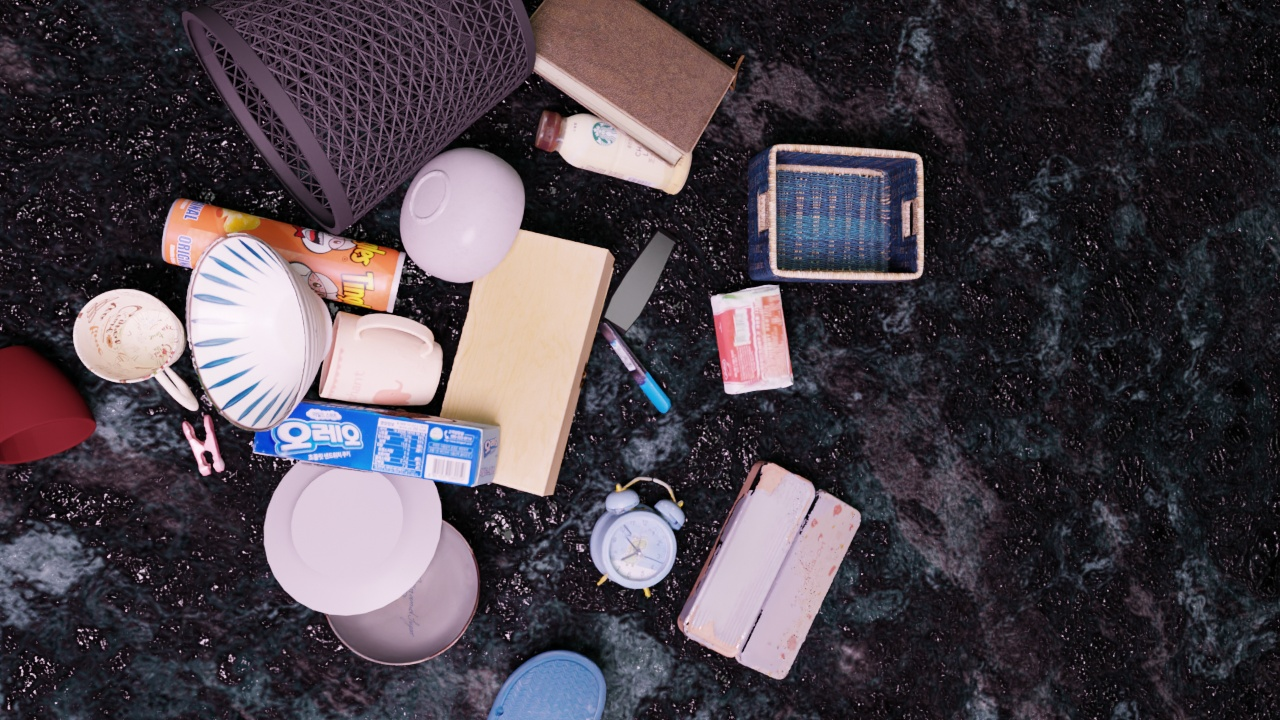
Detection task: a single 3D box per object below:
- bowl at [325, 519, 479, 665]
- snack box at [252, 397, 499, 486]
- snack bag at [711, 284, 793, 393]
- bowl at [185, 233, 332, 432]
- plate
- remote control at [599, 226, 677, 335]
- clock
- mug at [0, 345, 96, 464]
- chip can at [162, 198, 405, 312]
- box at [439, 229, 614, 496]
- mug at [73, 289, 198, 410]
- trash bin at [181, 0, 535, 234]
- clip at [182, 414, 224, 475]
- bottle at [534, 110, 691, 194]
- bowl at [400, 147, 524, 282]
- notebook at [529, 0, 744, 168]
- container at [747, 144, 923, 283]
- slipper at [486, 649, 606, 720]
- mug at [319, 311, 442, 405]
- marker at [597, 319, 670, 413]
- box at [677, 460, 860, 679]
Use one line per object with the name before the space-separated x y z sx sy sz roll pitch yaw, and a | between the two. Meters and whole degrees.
bowl | -0.232 0.225 0.909 0.150 0.057 0.150 1 73 -2
snack box | -0.249 0.075 0.870 0.226 0.059 0.059 6 89 10
snack bag | 0.125 -0.023 1.025 0.077 0.036 0.116 -10 92 -16
bowl | -0.335 -0.027 0.842 0.070 0.178 0.177 -12 94 -55
plate | -0.281 0.157 0.889 0.173 0.019 0.172 0 72 0
remote control | 0.000 -0.089 1.004 0.039 0.010 0.124 32 82 -13
clock | -0.003 0.186 0.983 0.088 0.052 0.124 18 86 -13
mug | -0.562 0.041 0.827 0.114 0.087 0.088 -31 79 14
chip can | -0.339 -0.100 0.886 0.210 0.062 0.062 13 87 -15
box | -0.119 0.001 0.944 0.140 0.123 0.248 14 86 11
mug | -0.444 -0.005 0.840 0.081 0.097 0.122 -39 99 -12
trash bin | -0.243 -0.275 0.847 0.242 0.217 0.217 -38 99 -19
clip | -0.416 0.081 0.889 0.038 0.022 0.059 -15 99 -17
bottle | -0.029 -0.224 0.973 0.162 0.056 0.056 13 86 -15
bowl | -0.182 -0.146 0.888 0.064 0.132 0.131 25 82 -52
notebook | -0.004 -0.325 0.969 0.215 0.035 0.189 34 60 -7
container | 0.217 -0.160 1.031 0.187 0.071 0.145 0 90 -15
slipper | -0.116 0.390 0.951 0.104 0.059 0.214 30 97 -5
mug | -0.246 -0.005 0.890 0.104 0.112 0.085 14 50 -25
marker | -0.006 0.006 0.998 0.123 0.018 0.015 53 45 -11
box | 0.150 0.238 1.037 0.154 0.058 0.216 30 82 -12
